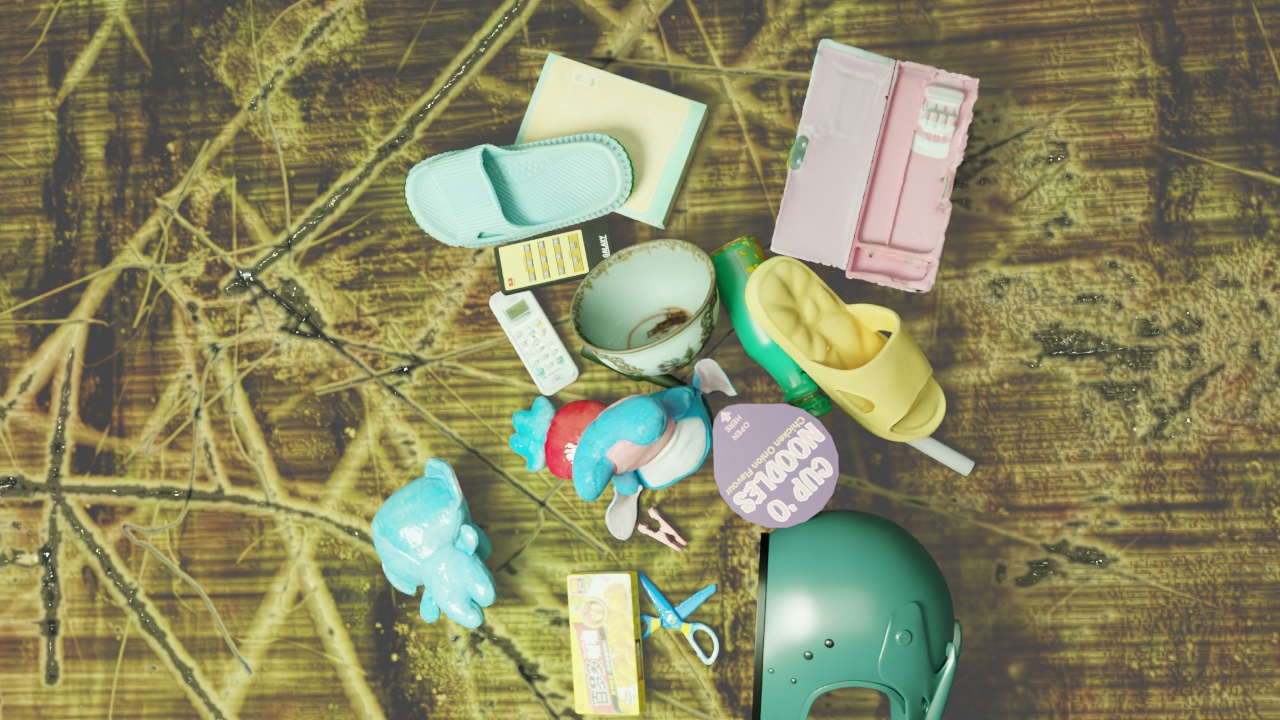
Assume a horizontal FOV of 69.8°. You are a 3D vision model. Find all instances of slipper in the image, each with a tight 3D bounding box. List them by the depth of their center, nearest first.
[{"bbox_3d":[0.223,-0.012,0.945,0.263,0.079,0.099,40,70,-9],"label":"slipper"},{"bbox_3d":[-0.142,-0.185,1.009,0.277,0.069,0.116,-7,111,18],"label":"slipper"}]

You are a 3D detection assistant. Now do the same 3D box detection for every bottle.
[{"bbox_3d":[0.142,-0.031,0.996,0.068,0.068,0.209,-27,84,4],"label":"bottle"},{"bbox_3d":[-0.006,0.006,1.028,0.123,0.033,0.033,25,89,7],"label":"bottle"}]

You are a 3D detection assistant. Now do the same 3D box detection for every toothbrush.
[{"bbox_3d":[0.275,0.070,1.000,0.188,0.019,0.018,30,73,7],"label":"toothbrush"}]

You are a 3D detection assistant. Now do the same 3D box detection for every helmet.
[{"bbox_3d":[0.216,0.288,0.916,0.200,0.176,0.274,3,90,9],"label":"helmet"}]

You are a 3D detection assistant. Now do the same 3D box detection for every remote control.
[{"bbox_3d":[-0.096,-0.114,1.035,0.133,0.013,0.058,-13,78,3],"label":"remote control"},{"bbox_3d":[-0.121,-0.026,1.047,0.050,0.022,0.133,-32,84,4],"label":"remote control"}]

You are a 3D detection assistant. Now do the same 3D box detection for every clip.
[{"bbox_3d":[0.021,0.193,1.020,0.045,0.023,0.059,-32,82,8],"label":"clip"}]

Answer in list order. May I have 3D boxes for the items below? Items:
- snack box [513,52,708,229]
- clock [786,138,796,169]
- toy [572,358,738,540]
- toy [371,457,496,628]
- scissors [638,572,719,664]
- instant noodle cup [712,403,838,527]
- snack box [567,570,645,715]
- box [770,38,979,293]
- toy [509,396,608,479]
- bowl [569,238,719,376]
[{"bbox_3d":[-0.038,-0.249,1.041,0.193,0.044,0.141,21,90,7],"label":"snack box"},{"bbox_3d":[0.239,-0.204,1.001,0.162,0.060,0.118,30,89,8],"label":"clock"},{"bbox_3d":[0.003,0.091,0.948,0.099,0.191,0.224,43,109,21],"label":"toy"},{"bbox_3d":[-0.211,0.206,1.003,0.180,0.114,0.184,40,114,25],"label":"toy"},{"bbox_3d":[0.035,0.288,1.016,0.125,0.013,0.126,-39,86,4],"label":"scissors"},{"bbox_3d":[0.134,0.102,0.962,0.137,0.122,0.122,44,92,7],"label":"instant noodle cup"},{"bbox_3d":[-0.038,0.310,1.009,0.075,0.025,0.152,-5,86,18],"label":"snack box"},{"bbox_3d":[0.241,-0.200,0.949,0.179,0.040,0.232,15,87,0],"label":"box"},{"bbox_3d":[-0.085,0.086,1.022,0.133,0.062,0.092,5,72,24],"label":"toy"},{"bbox_3d":[0.016,-0.041,0.974,0.160,0.094,0.159,-14,46,15],"label":"bowl"}]
